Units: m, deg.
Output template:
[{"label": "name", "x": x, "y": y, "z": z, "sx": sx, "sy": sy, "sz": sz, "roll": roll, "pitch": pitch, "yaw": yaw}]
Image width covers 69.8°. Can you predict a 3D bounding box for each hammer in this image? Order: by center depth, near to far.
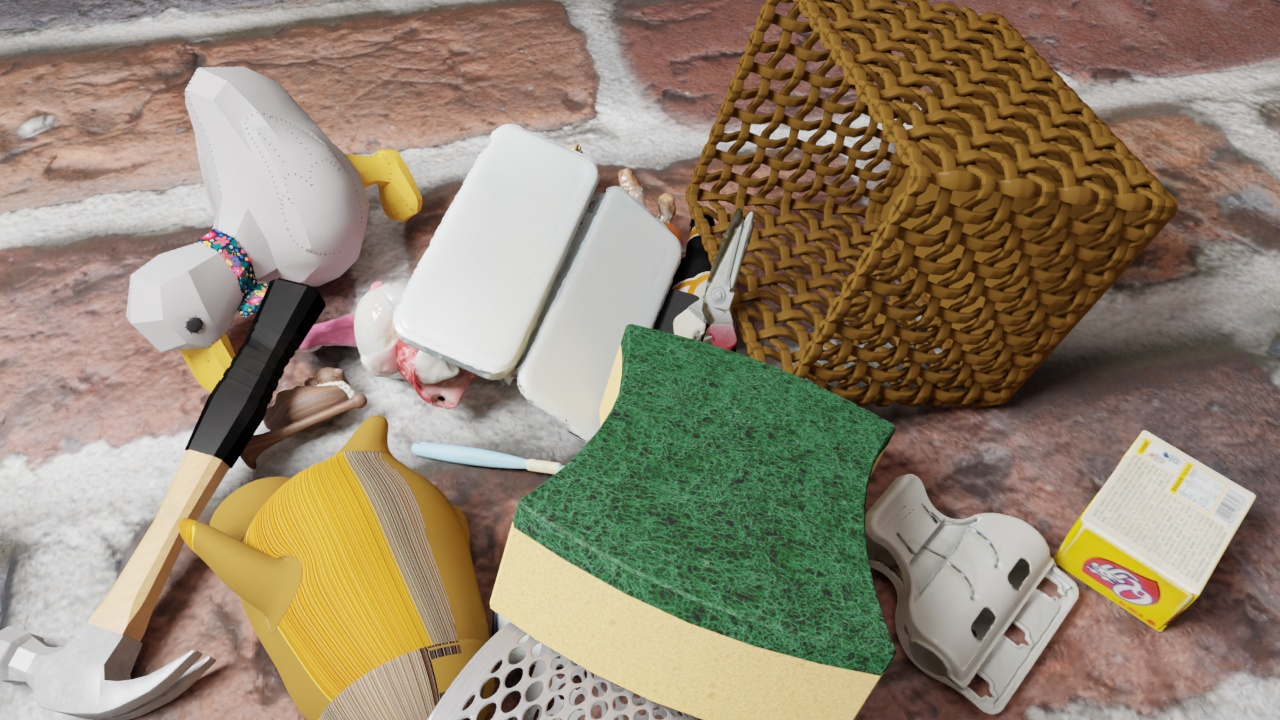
[{"label": "hammer", "x": -0.313, "y": 0.084, "z": 0.648, "sx": 0.131, "sy": 0.039, "sz": 0.327, "roll": 14, "pitch": 63, "yaw": 9}]

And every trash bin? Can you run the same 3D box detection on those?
[{"label": "trash bin", "x": -0.018, "y": 0.246, "z": 0.478, "sx": 0.183, "sy": 0.157, "sz": 0.156, "roll": 26, "pitch": 54, "yaw": 17}]

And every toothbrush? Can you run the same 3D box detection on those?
[{"label": "toothbrush", "x": -0.103, "y": 0.080, "z": 0.707, "sx": 0.155, "sy": 0.016, "sz": 0.022, "roll": 9, "pitch": 20, "yaw": 9}]

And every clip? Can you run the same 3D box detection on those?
[{"label": "clip", "x": 0.214, "y": 0.147, "z": 0.626, "sx": 0.144, "sy": 0.075, "sz": 0.124, "roll": 42, "pitch": 58, "yaw": 18}]

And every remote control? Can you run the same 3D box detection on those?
[{"label": "remote control", "x": -0.004, "y": 0.004, "z": 0.731, "sx": 0.045, "sy": 0.008, "sz": 0.146, "roll": 21, "pitch": 72, "yaw": 50}]

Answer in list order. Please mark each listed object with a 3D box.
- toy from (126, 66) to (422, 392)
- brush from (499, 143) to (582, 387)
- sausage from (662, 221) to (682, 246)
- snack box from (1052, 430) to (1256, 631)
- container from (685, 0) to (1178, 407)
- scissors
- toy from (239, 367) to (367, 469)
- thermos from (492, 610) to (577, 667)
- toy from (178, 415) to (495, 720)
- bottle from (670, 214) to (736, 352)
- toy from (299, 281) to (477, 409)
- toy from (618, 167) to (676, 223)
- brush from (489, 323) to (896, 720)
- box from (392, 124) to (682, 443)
[{"label": "toy", "x": -0.318, "y": -0.119, "z": 0.771, "sx": 0.141, "sy": 0.247, "sz": 0.266, "roll": 6, "pitch": 28, "yaw": 32}, {"label": "brush", "x": -0.087, "y": -0.092, "z": 0.806, "sx": 0.056, "sy": 0.083, "sz": 0.270, "roll": 2, "pitch": 49, "yaw": 2}, {"label": "sausage", "x": -0.015, "y": -0.050, "z": 0.771, "sx": 0.039, "sy": 0.044, "sz": 0.164, "roll": 18, "pitch": 69, "yaw": 35}, {"label": "snack box", "x": 0.358, "y": 0.119, "z": 0.643, "sx": 0.083, "sy": 0.061, "sz": 0.105, "roll": 36, "pitch": 58, "yaw": 26}, {"label": "container", "x": 0.199, "y": -0.124, "z": 0.712, "sx": 0.214, "sy": 0.220, "sz": 0.251, "roll": 2, "pitch": 48, "yaw": -22}, {"label": "scissors", "x": 0.053, "y": -0.016, "z": 0.706, "sx": 0.188, "sy": 0.015, "sz": 0.146, "roll": -38, "pitch": 91, "yaw": 7}, {"label": "toy", "x": -0.267, "y": 0.040, "z": 0.722, "sx": 0.101, "sy": 0.042, "sz": 0.055, "roll": -24, "pitch": 39, "yaw": -11}, {"label": "thermos", "x": 0.022, "y": 0.170, "z": 0.597, "sx": 0.230, "sy": 0.068, "sz": 0.067, "roll": 4, "pitch": 50, "yaw": 3}, {"label": "toy", "x": -0.168, "y": 0.161, "z": 0.568, "sx": 0.198, "sy": 0.163, "sz": 0.203, "roll": 8, "pitch": 37, "yaw": -49}, {"label": "bottle", "x": 0.053, "y": -0.060, "z": 0.795, "sx": 0.059, "sy": 0.059, "sz": 0.181, "roll": 3, "pitch": 50, "yaw": 2}, {"label": "toy", "x": -0.187, "y": -0.022, "z": 0.742, "sx": 0.159, "sy": 0.084, "sz": 0.194, "roll": -30, "pitch": 32, "yaw": -18}, {"label": "toy", "x": -0.018, "y": -0.108, "z": 0.839, "sx": 0.074, "sy": 0.085, "sz": 0.105, "roll": 27, "pitch": 71, "yaw": -23}, {"label": "brush", "x": 0.046, "y": 0.087, "z": 0.552, "sx": 0.195, "sy": 0.075, "sz": 0.249, "roll": 21, "pitch": 30, "yaw": 4}, {"label": "box", "x": -0.064, "y": -0.062, "z": 0.689, "sx": 0.192, "sy": 0.061, "sz": 0.209, "roll": 30, "pitch": 60, "yaw": -12}]
